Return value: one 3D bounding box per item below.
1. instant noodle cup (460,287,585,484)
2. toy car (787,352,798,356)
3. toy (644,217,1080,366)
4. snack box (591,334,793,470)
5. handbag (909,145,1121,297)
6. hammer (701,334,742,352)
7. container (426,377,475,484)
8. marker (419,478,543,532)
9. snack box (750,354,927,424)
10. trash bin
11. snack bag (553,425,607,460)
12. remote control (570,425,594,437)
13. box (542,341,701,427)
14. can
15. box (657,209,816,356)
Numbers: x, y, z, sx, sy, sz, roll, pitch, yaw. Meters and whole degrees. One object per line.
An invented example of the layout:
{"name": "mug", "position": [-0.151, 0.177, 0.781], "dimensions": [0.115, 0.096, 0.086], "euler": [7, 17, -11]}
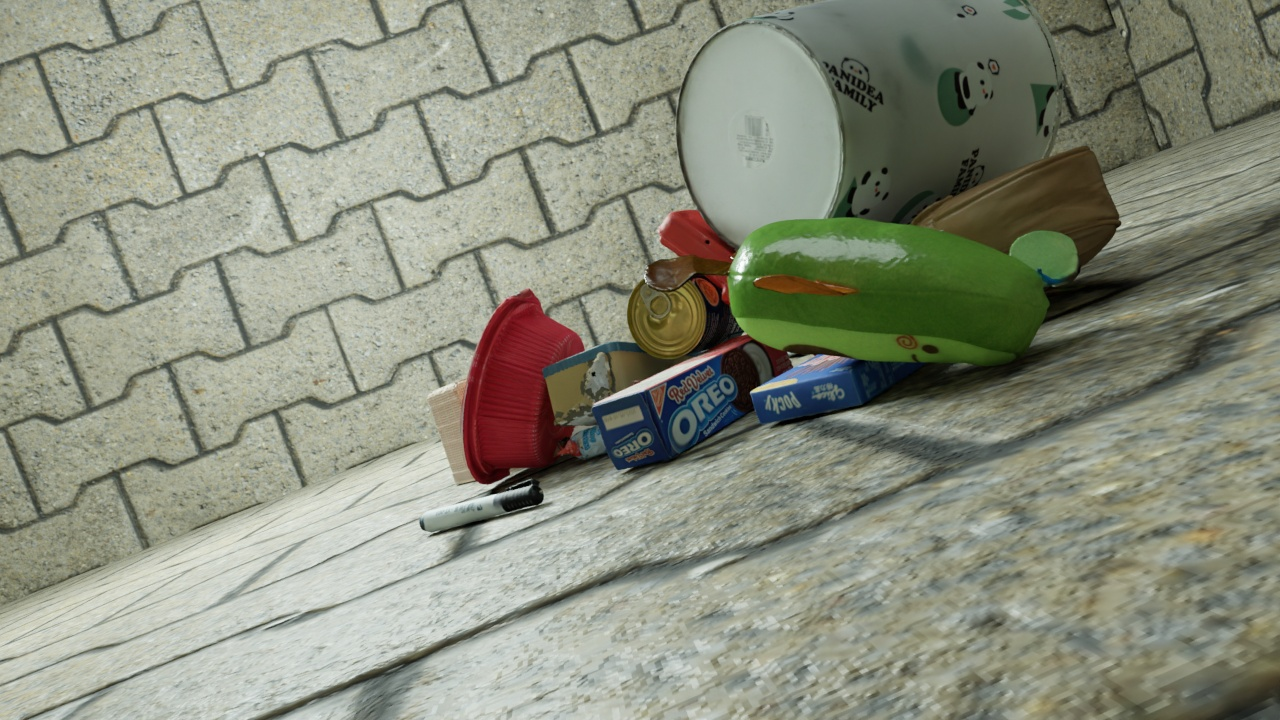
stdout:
{"name": "instant noodle cup", "position": [-0.103, 0.031, 0.888], "dimensions": [0.066, 0.194, 0.193], "euler": [11, 12, 15]}
{"name": "toy car", "position": [0.171, -0.022, 1.039], "dimensions": [0.049, 0.031, 0.106], "euler": [-26, 8, -16]}
{"name": "toy", "position": [0.133, -0.044, 0.575], "dimensions": [0.247, 0.090, 0.226], "euler": [11, 10, 39]}
{"name": "snack box", "position": [0.049, 0.026, 0.734], "dimensions": [0.058, 0.057, 0.206], "euler": [-17, 4, 39]}
{"name": "handbag", "position": [0.275, -0.086, 0.702], "dimensions": [0.148, 0.099, 0.204], "euler": [-21, -7, 12]}
{"name": "hammer", "position": [-0.023, 0.021, 1.089], "dimensions": [0.324, 0.032, 0.125], "euler": [-15, 8, 33]}
{"name": "container", "position": [-0.179, 0.071, 1.051], "dimensions": [0.090, 0.111, 0.090], "euler": [-23, 3, -40]}
{"name": "marker", "position": [-0.125, 0.114, 0.711], "dimensions": [0.131, 0.018, 0.022], "euler": [-18, 47, 36]}
{"name": "snack box", "position": [0.157, 0.003, 0.650], "dimensions": [0.085, 0.026, 0.156], "euler": [-16, 6, 46]}
{"name": "trash bin", "position": [0.183, -0.201, 0.777], "dimensions": [0.251, 0.229, 0.230], "euler": [-21, 2, -34]}
{"name": "snack bag", "position": [-0.026, 0.067, 0.816], "dimensions": [0.105, 0.026, 0.045], "euler": [-18, -3, 16]}
{"name": "remote control", "position": [-0.016, 0.058, 1.019], "dimensions": [0.136, 0.020, 0.055], "euler": [-20, 4, 26]}
{"name": "box", "position": [-0.005, 0.024, 0.855], "dimensions": [0.090, 0.059, 0.184], "euler": [-20, -10, 28]}
{"name": "can", "position": [0.047, -0.044, 0.825], "dimensions": [0.075, 0.075, 0.111], "euler": [-20, -3, 29]}
{"name": "box", "position": [0.118, -0.068, 0.816], "dimensions": [0.038, 0.201, 0.157], "euler": [-58, -14, 23]}
